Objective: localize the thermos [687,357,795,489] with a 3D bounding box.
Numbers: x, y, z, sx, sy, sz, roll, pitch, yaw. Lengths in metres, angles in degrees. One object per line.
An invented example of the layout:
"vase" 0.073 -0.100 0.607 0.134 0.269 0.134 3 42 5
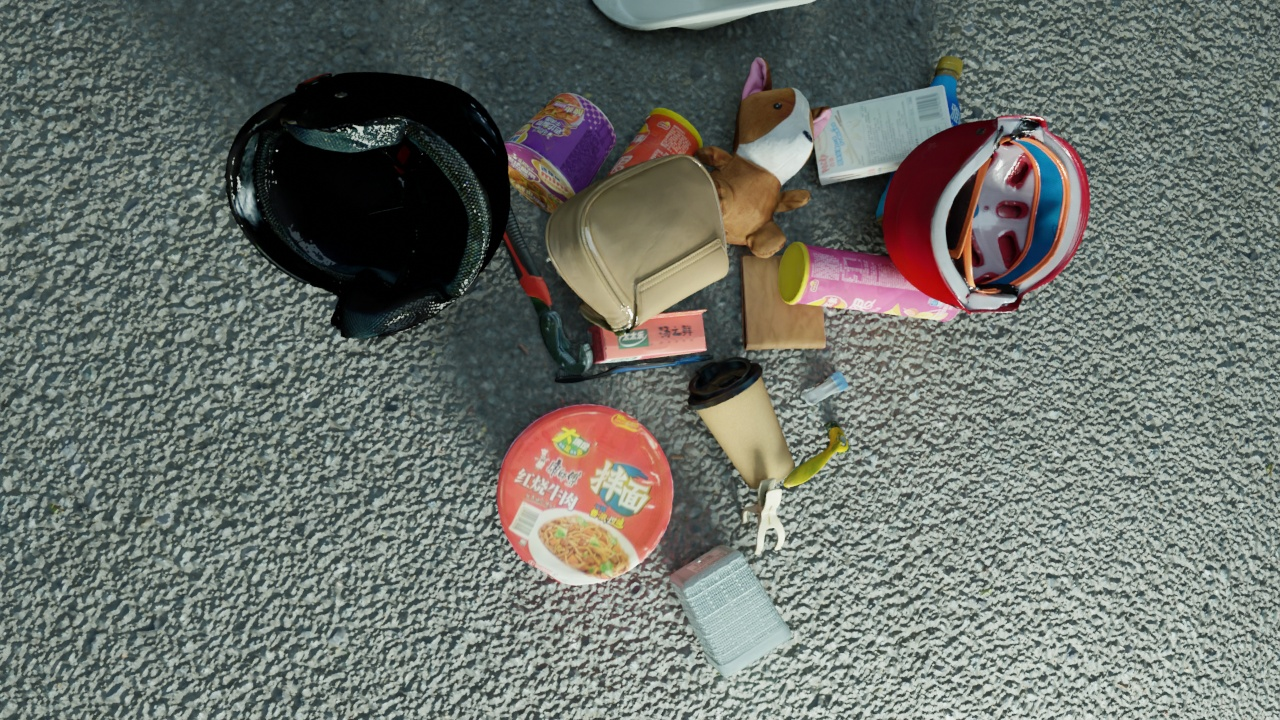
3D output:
"thermos" 0.118 0.071 1.044 0.093 0.093 0.143 -31 103 -11

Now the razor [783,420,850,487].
"razor" 0.203 0.113 1.053 0.132 0.028 0.043 -29 97 -46

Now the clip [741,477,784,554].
"clip" 0.145 0.183 1.031 0.035 0.103 0.092 -8 69 -13

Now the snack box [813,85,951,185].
"snack box" 0.282 -0.264 1.076 0.157 0.027 0.084 -9 77 14

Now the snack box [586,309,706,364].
"snack box" 0.006 -0.024 1.002 0.113 0.127 0.044 -6 89 -11

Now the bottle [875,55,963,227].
"bottle" 0.345 -0.262 1.107 0.065 0.065 0.218 19 85 -10

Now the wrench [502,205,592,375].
"wrench" -0.127 -0.107 1.023 0.016 0.056 0.273 -25 88 -47

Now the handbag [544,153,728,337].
"handbag" -0.001 -0.120 0.933 0.203 0.100 0.148 -31 102 -39

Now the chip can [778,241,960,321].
"chip can" 0.271 -0.090 1.075 0.210 0.071 0.071 6 87 -16

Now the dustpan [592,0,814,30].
"dustpan" 0.057 -0.473 0.998 0.142 0.258 0.222 -2 88 -35

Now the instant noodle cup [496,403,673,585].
"instant noodle cup" -0.064 0.145 1.014 0.193 0.066 0.194 1 87 -12

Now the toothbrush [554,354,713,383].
"toothbrush" -0.006 0.006 1.057 0.189 0.014 0.016 -8 66 -12

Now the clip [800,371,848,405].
"clip" 0.218 0.036 1.097 0.058 0.039 0.026 -29 95 -12

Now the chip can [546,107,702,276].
"chip can" -0.016 -0.178 1.023 0.073 0.073 0.216 35 77 -8

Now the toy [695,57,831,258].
"toy" 0.139 -0.227 1.035 0.140 0.131 0.199 33 77 -30

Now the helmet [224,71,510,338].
"helmet" -0.258 -0.168 0.910 0.275 0.229 0.234 7 123 17

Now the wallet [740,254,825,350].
"wallet" 0.168 -0.070 1.091 0.101 0.020 0.115 -2 86 -13

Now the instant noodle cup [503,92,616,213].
"instant noodle cup" -0.087 -0.231 1.006 0.111 0.112 0.099 37 73 -8

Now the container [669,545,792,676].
"container" 0.096 0.275 1.029 0.090 0.090 0.111 -29 91 -11

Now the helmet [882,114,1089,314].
"helmet" 0.364 -0.163 1.008 0.239 0.144 0.207 -9 108 -33
